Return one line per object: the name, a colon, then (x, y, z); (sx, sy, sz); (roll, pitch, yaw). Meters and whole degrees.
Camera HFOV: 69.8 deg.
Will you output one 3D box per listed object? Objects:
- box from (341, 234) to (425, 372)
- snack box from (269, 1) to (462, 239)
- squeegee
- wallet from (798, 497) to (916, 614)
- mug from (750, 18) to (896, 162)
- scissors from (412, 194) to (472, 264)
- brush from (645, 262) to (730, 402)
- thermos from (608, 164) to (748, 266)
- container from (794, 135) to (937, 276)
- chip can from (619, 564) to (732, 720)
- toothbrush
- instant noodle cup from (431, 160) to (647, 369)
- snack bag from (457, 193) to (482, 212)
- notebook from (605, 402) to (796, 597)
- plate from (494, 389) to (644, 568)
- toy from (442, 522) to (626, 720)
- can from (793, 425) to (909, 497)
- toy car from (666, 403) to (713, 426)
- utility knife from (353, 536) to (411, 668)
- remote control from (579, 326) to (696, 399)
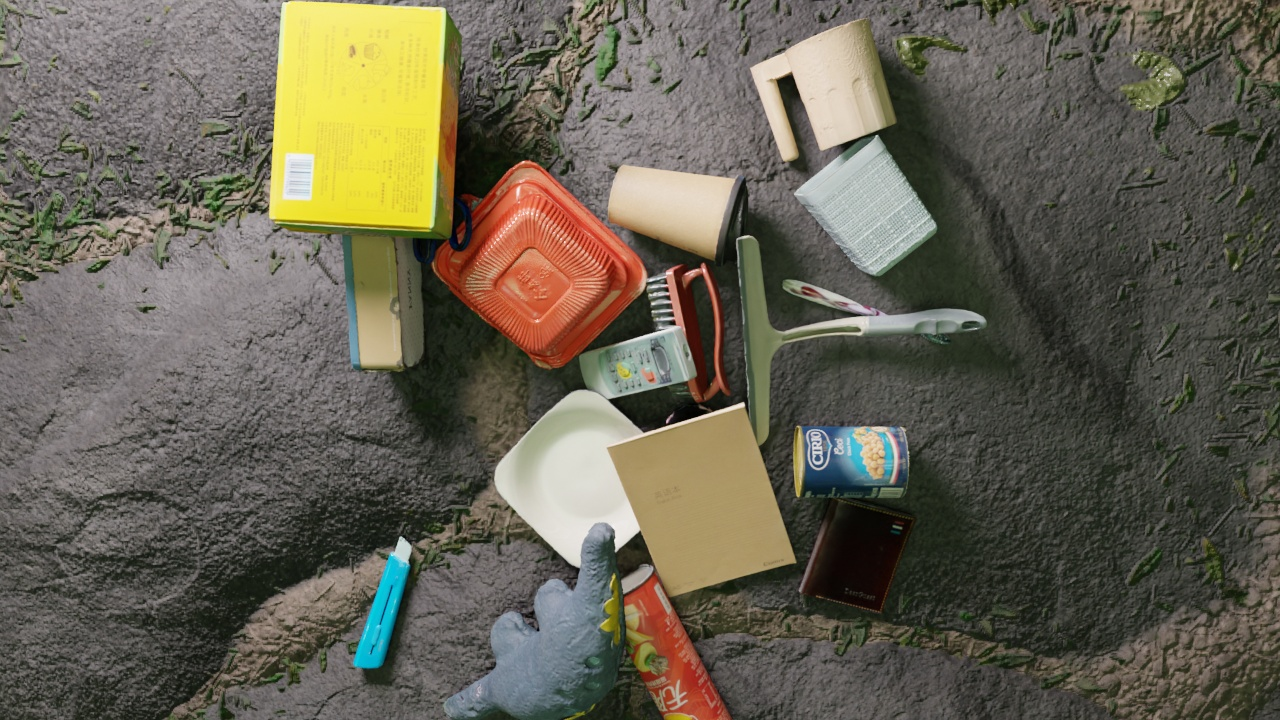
box: (-0.267, -0.082, 0.959); (0.059, 0.089, 0.184); (-3, 96, 4)
snack box: (-0.258, -0.225, 0.874); (0.158, 0.070, 0.210); (3, 89, 2)
squeegee: (0.227, -0.032, 0.944); (0.246, 0.039, 0.247); (-6, 120, 3)
wallet: (0.237, 0.212, 1.007); (0.096, 0.020, 0.122); (16, 102, 1)
mug: (0.181, -0.264, 0.910); (0.125, 0.084, 0.103); (-15, 100, 30)
scissors: (-0.201, -0.181, 0.938); (0.147, 0.012, 0.169); (28, 103, 37)
brush: (0.054, -0.027, 0.958); (0.069, 0.063, 0.146); (-8, 100, 18)
thermos: (0.044, -0.152, 0.930); (0.143, 0.093, 0.093); (14, 100, 9)
container: (0.226, -0.151, 0.915); (0.090, 0.090, 0.111); (-38, 97, 9)
chip can: (0.032, 0.335, 1.013); (0.073, 0.073, 0.216); (-26, 97, 7)
toothbrush: (0.238, -0.050, 0.965); (0.187, 0.017, 0.016); (19, 103, 0)
instant noodle cup: (-0.104, -0.086, 0.941); (0.189, 0.079, 0.165); (41, 106, -14)
snack bag: (-0.140, -0.158, 0.968); (0.105, 0.026, 0.045); (-3, 97, 3)
notebook: (0.068, 0.155, 0.979); (0.149, 0.012, 0.211); (-18, 116, 6)
plate: (-0.058, 0.127, 1.004); (0.164, 0.034, 0.163); (-44, 94, 9)
toy: (-0.095, 0.316, 0.982); (0.138, 0.091, 0.357); (44, 120, 5)
can: (0.220, 0.106, 0.962); (0.111, 0.075, 0.075); (0, 99, 3)
toy car: (0.066, 0.104, 0.990); (0.056, 0.037, 0.122); (-16, 101, 4)
utility knife: (-0.292, 0.279, 1.053); (0.034, 0.018, 0.166); (19, 99, 1)
remote control: (-0.006, 0.006, 0.956); (0.135, 0.019, 0.056); (-14, 98, 38)
